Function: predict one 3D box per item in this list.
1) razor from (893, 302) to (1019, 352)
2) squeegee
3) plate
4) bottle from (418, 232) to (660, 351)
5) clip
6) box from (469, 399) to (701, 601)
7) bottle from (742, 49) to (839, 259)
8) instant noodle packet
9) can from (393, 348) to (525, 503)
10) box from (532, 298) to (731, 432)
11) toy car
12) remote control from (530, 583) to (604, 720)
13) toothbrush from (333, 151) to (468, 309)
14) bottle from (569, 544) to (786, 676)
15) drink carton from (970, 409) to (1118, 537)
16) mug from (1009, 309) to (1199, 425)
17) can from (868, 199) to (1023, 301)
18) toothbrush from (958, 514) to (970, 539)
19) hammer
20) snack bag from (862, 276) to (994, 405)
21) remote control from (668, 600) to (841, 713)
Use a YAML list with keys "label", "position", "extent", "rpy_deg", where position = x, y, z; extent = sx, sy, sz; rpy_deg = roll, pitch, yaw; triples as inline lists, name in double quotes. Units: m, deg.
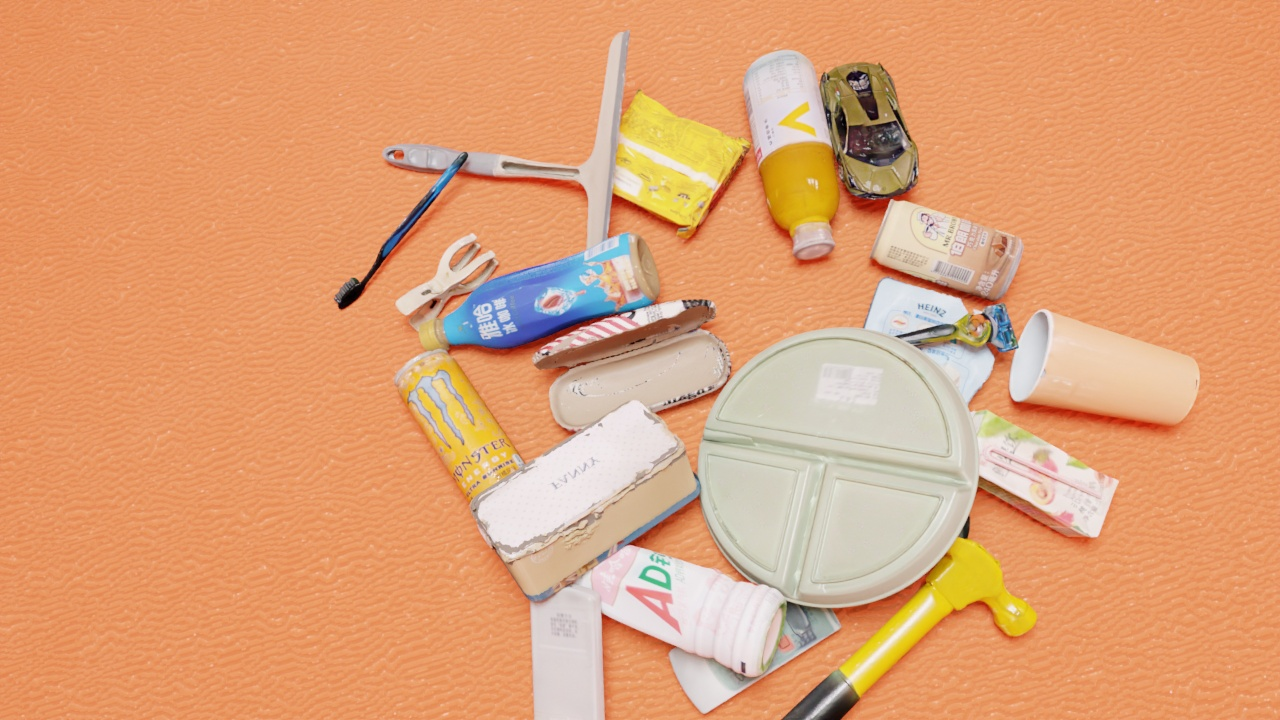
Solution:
- label: "razor"
  position: [0.234, -0.019, 0.756]
  extent: [0.143, 0.022, 0.042]
  rpy_deg: [-10, 63, 8]
- label: "squeegee"
  position: [-0.130, -0.182, 0.862]
  extent: [0.247, 0.039, 0.246]
  rpy_deg: [9, 100, 19]
- label: "plate"
  position: [0.145, 0.077, 0.726]
  extent: [0.231, 0.027, 0.229]
  rpy_deg: [-11, 67, 26]
- label: "bottle"
  position: [-0.093, -0.049, 0.802]
  extent: [0.219, 0.065, 0.065]
  rpy_deg: [-17, 72, 16]
- label: "clip"
  position: [-0.177, -0.070, 0.840]
  extent: [0.034, 0.072, 0.100]
  rpy_deg: [41, 76, 14]
- label: "box"
  position: [-0.038, 0.105, 0.735]
  extent: [0.184, 0.062, 0.090]
  rpy_deg: [-29, 40, -15]
- label: "bottle"
  position: [0.138, -0.183, 0.823]
  extent: [0.068, 0.068, 0.189]
  rpy_deg: [-9, 73, 3]
- label: "instant noodle packet"
  position: [0.020, -0.182, 0.848]
  extent: [0.128, 0.044, 0.110]
  rpy_deg: [30, 81, 16]
- label: "can"
  position: [-0.152, 0.062, 0.789]
  extent: [0.058, 0.058, 0.146]
  rpy_deg: [-36, 74, -5]
- label: "box"
  position: [-0.004, 0.006, 0.783]
  extent: [0.162, 0.075, 0.086]
  rpy_deg: [-19, 81, -1]
- label: "toy car"
  position: [0.205, -0.209, 0.824]
  extent: [0.070, 0.042, 0.158]
  rpy_deg: [-10, 58, 3]
- label: "remote control"
  position: [-0.056, 0.251, 0.719]
  extent: [0.058, 0.021, 0.150]
  rpy_deg: [-1, 91, 25]
- label: "toothbrush"
  position: [-0.223, -0.122, 0.855]
  extent: [0.189, 0.014, 0.016]
  rpy_deg: [-49, 62, 5]
- label: "bottle"
  position: [0.012, 0.184, 0.724]
  extent: [0.197, 0.068, 0.068]
  rpy_deg: [14, 76, 23]
- label: "drink carton"
  position: [0.307, 0.090, 0.722]
  extent: [0.122, 0.045, 0.053]
  rpy_deg: [28, 78, -5]
- label: "mug"
  position: [0.375, 0.010, 0.743]
  extent: [0.123, 0.078, 0.078]
  rpy_deg: [14, 76, 4]
- label: "can"
  position: [0.262, -0.095, 0.790]
  extent: [0.116, 0.058, 0.058]
  rpy_deg: [20, 77, 12]
- label: "toothbrush"
  position: [0.268, 0.063, 0.770]
  extent: [0.014, 0.018, 0.189]
  rpy_deg: [5, 71, 6]
- label: "hammer"
  position: [0.159, 0.249, 0.708]
  extent: [0.300, 0.033, 0.129]
  rpy_deg: [-43, 90, -3]
- label: "snack bag"
  position: [0.227, 0.028, 0.769]
  extent: [0.110, 0.039, 0.190]
  rpy_deg: [16, 75, 24]
- label: "remote control"
  position: [0.091, 0.225, 0.737]
  extent: [0.135, 0.019, 0.056]
  rpy_deg: [-31, 74, -3]
